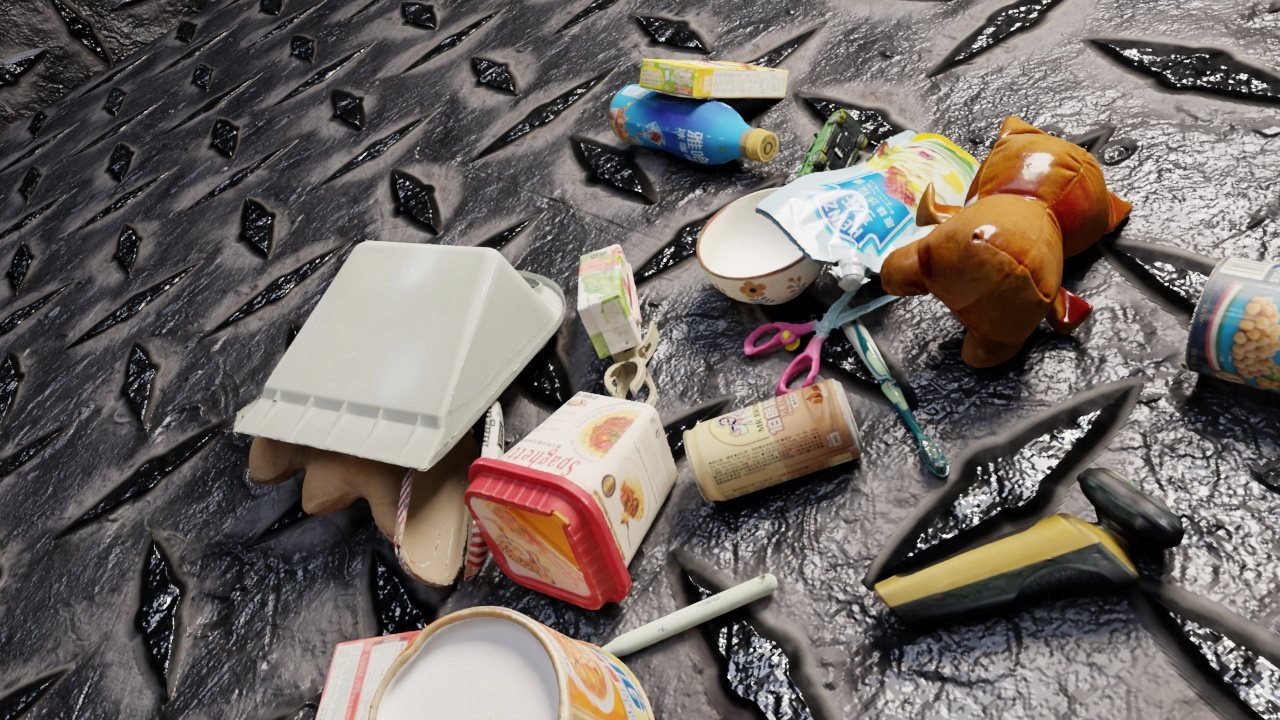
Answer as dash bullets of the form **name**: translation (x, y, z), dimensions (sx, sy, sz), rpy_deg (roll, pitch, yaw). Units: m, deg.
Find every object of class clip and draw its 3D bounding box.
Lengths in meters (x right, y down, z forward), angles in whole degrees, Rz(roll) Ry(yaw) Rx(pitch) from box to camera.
- **clip**: translation (-0.009, 0.006, 0.775), dimensions (0.072, 0.035, 0.100), rpy_deg (-17, 38, 15)

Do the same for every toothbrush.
- **toothbrush**: translation (0.002, 0.180, 0.605), dimensions (0.190, 0.020, 0.029), rpy_deg (-23, 20, 7)
- **toothbrush**: translation (0.180, 0.014, 0.672), dimensions (0.016, 0.018, 0.191), rpy_deg (-24, 42, 6)

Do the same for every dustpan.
- **dustpan**: translation (-0.188, -0.009, 0.830), dimensions (0.223, 0.142, 0.257), rpy_deg (7, 65, 28)

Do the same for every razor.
- **razor**: translation (0.218, 0.113, 0.529), dimensions (0.168, 0.062, 0.067), rpy_deg (-23, 73, 15)

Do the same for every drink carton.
- **drink carton**: translation (-0.026, -0.055, 0.806), dimensions (0.045, 0.053, 0.122), rpy_deg (-20, 26, 7)

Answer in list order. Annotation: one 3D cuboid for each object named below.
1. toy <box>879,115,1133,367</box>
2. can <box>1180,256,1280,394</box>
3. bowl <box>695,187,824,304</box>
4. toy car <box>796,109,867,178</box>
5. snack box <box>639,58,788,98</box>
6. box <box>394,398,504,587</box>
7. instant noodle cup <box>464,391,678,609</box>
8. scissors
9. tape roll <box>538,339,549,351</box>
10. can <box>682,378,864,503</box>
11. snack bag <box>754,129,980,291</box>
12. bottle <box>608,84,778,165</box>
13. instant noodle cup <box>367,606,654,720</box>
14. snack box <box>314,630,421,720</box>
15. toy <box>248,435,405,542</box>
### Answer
- **toy**: translation (0.269, -0.090, 0.665), dimensions (0.199, 0.140, 0.131), rpy_deg (-50, 4, -24)
- **can**: translation (0.391, -0.014, 0.538), dimensions (0.111, 0.075, 0.075), rpy_deg (21, 62, 42)
- **bowl**: translation (0.109, -0.088, 0.779), dimensions (0.114, 0.062, 0.113), rpy_deg (-15, 44, 15)
- **toy car**: translation (0.178, -0.191, 0.856), dimensions (0.036, 0.043, 0.091), rpy_deg (-3, 52, 58)
- **snack box**: translation (0.079, -0.299, 0.974), dimensions (0.140, 0.034, 0.087), rpy_deg (-15, 29, -37)
- **box**: translation (-0.136, 0.097, 0.727), dimensions (0.088, 0.076, 0.162), rpy_deg (-32, 36, 25)
- **instant noodle cup**: translation (-0.042, 0.092, 0.657), dimensions (0.116, 0.117, 0.123), rpy_deg (8, 42, 35)
- **scissors**: translation (0.143, -0.020, 0.716), dimensions (0.135, 0.017, 0.113), rpy_deg (-23, 42, 21)
- **tape roll**: translation (-0.123, -0.029, 0.887), dimensions (0.086, 0.014, 0.085), rpy_deg (-16, 43, 15)
- **can**: translation (0.093, 0.057, 0.646), dimensions (0.116, 0.058, 0.058), rpy_deg (-20, 42, 11)
- **snack bag**: translation (0.194, -0.124, 0.734), dimensions (0.190, 0.039, 0.110), rpy_deg (-28, 72, -26)
- **bottle**: translation (0.055, -0.243, 0.961), dimensions (0.065, 0.065, 0.219), rpy_deg (-45, 44, -17)
- **instant noodle cup**: translation (-0.077, 0.218, 0.527), dimensions (0.151, 0.111, 0.151), rpy_deg (-11, 53, 15)
- **snack box**: translation (-0.190, 0.263, 0.627), dimensions (0.075, 0.025, 0.152), rpy_deg (-13, 44, 16)
- **toy**: translation (-0.241, 0.080, 0.803), dimensions (0.226, 0.082, 0.143), rpy_deg (19, 60, 35)
